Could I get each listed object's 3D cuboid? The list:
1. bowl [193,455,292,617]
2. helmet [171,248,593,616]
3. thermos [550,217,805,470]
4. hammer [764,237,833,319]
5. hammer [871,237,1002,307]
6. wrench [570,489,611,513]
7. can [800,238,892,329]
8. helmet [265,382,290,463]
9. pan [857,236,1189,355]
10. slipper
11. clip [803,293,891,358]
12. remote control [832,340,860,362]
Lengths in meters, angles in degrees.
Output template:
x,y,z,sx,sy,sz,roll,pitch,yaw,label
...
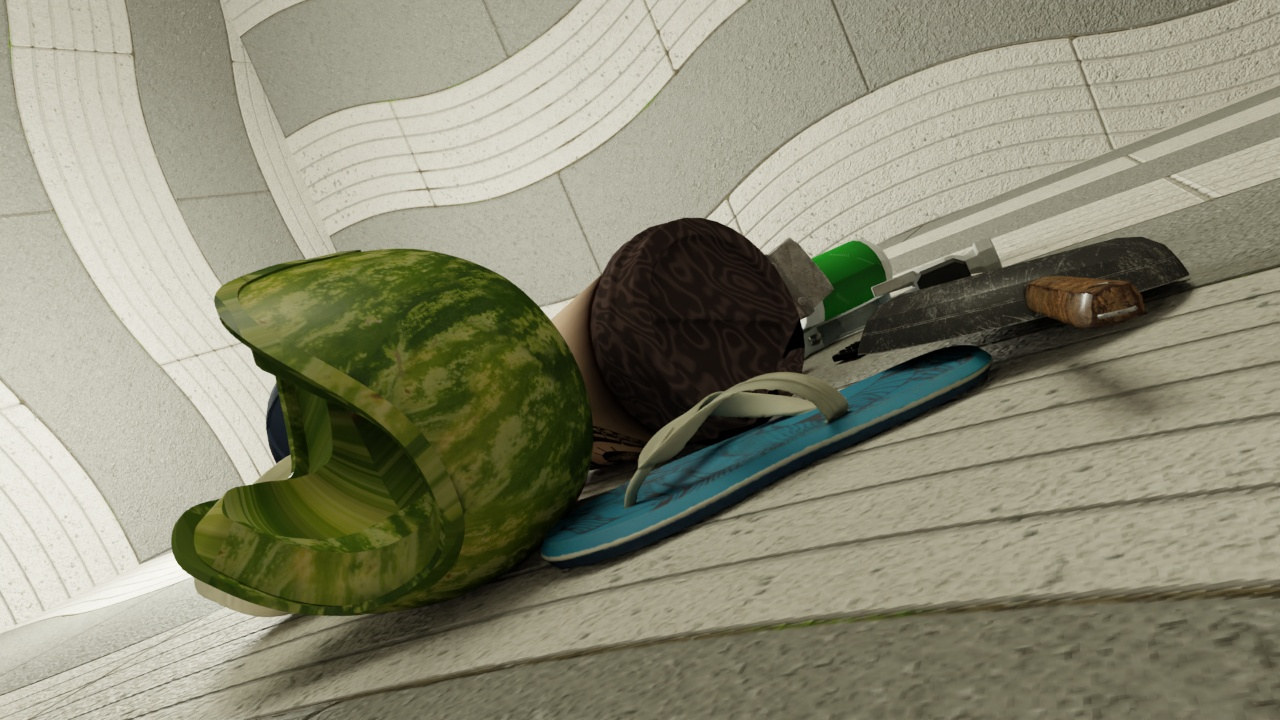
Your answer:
x,y,z,sx,sy,sz,roll,pitch,yaw,label
-0.277,0.151,0.752,0.150,0.075,0.151,-55,-9,-13,bowl
-0.150,0.037,0.593,0.243,0.213,0.246,19,22,-1,helmet
-0.004,0.005,0.750,0.172,0.172,0.227,-26,-1,-40,thermos
0.099,-0.035,1.100,0.176,0.079,0.326,-41,1,-10,hammer
0.281,-0.076,0.863,0.131,0.039,0.327,-23,-1,18,hammer
-0.110,0.130,0.680,0.274,0.018,0.073,-20,5,21,wrench
0.242,-0.093,1.158,0.139,0.088,0.088,-25,4,-21,can
-0.272,0.060,1.006,0.272,0.223,0.231,2,24,12,helmet
0.228,-0.040,0.535,0.208,0.040,0.356,-15,-1,13,pan
0.069,0.039,0.557,0.294,0.060,0.118,-24,0,-5,slipper
0.214,-0.038,1.025,0.165,0.032,0.164,-24,3,-5,clip
0.235,-0.028,0.867,0.139,0.009,0.030,-26,4,-34,remote control
